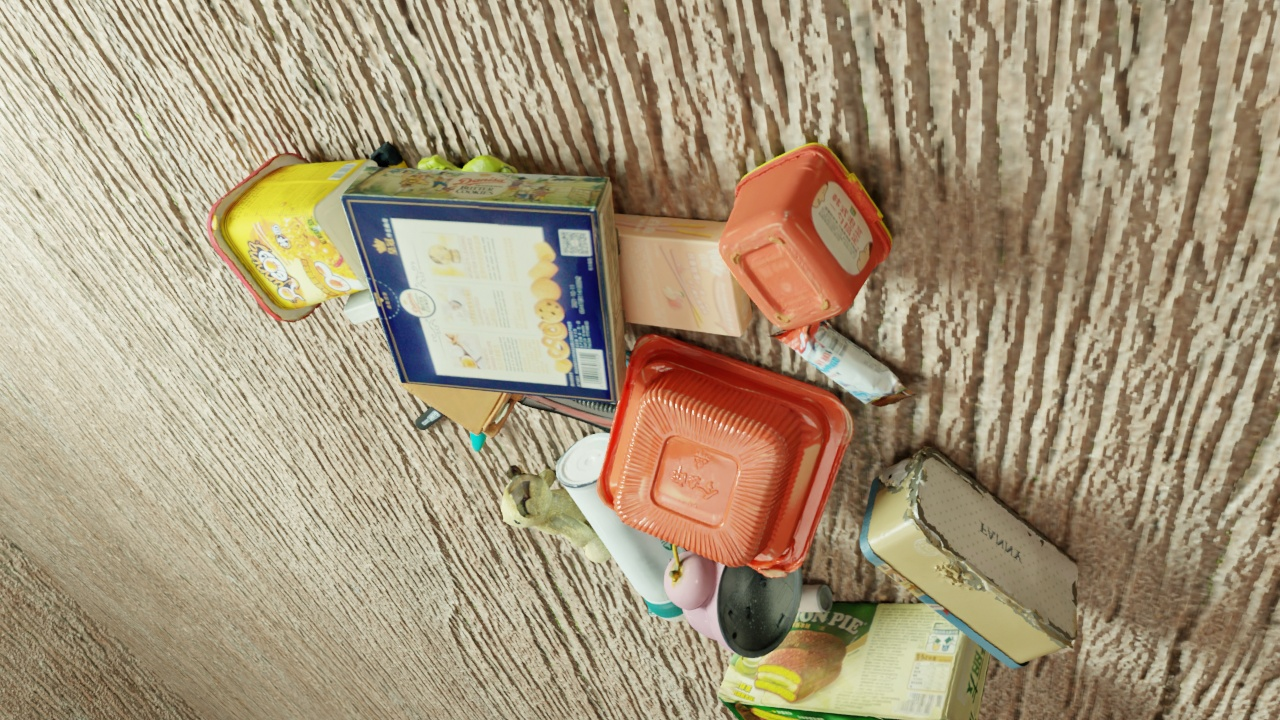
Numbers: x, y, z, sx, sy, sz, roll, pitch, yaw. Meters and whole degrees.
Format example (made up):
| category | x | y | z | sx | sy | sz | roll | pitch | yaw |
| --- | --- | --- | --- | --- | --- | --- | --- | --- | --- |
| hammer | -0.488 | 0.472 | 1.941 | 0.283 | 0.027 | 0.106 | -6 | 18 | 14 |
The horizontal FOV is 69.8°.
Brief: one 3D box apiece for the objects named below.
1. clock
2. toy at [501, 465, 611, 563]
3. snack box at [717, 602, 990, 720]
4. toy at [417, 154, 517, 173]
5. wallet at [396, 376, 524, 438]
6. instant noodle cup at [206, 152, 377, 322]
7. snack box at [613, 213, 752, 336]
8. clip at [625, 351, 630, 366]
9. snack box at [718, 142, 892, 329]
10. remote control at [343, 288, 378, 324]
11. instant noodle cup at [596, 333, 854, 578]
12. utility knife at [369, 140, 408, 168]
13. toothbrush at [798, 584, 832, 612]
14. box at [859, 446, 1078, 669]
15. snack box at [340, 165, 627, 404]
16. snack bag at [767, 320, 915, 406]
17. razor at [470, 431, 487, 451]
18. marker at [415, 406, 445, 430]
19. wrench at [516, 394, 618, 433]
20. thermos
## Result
| category | x | y | z | sx | sy | sz | roll | pitch | yaw |
| --- | --- | --- | --- | --- | --- | --- | --- | --- | --- |
| clock | 0.081 | 0.195 | 0.835 | 0.060 | 0.117 | 0.158 | 2 | 137 | 48 |
| toy | -0.081 | 0.160 | 0.925 | 0.066 | 0.105 | 0.157 | -38 | 134 | 9 |
| snack box | 0.196 | 0.291 | 0.860 | 0.241 | 0.114 | 0.063 | -14 | 124 | 42 |
| toy | -0.125 | -0.121 | 0.696 | 0.100 | 0.031 | 0.097 | 30 | 142 | 9 |
| wallet | -0.143 | -0.005 | 0.798 | 0.108 | 0.031 | 0.132 | 33 | 118 | 0 |
| instant noodle cup | -0.254 | -0.102 | 0.732 | 0.124 | 0.115 | 0.116 | -2 | 131 | 36 |
| snack box | 0.001 | -0.065 | 0.676 | 0.157 | 0.026 | 0.084 | 8 | 136 | 26 |
| clip | -0.004 | 0.006 | 0.767 | 0.055 | 0.013 | 0.034 | 3 | 135 | 30 |
| snack box | 0.099 | -0.073 | 0.561 | 0.082 | 0.079 | 0.091 | -21 | 118 | 44 |
| remote control | -0.181 | -0.067 | 0.748 | 0.135 | 0.056 | 0.019 | -13 | 129 | 26 |
| instant noodle cup | 0.055 | 0.082 | 0.713 | 0.189 | 0.079 | 0.165 | 18 | 110 | 15 |
| utility knife | -0.180 | -0.098 | 0.769 | 0.033 | 0.015 | 0.190 | 9 | 137 | 29 |
| toothbrush | 0.097 | 0.245 | 0.947 | 0.222 | 0.026 | 0.027 | -13 | 98 | 42 |
| box | 0.255 | 0.153 | 0.693 | 0.184 | 0.089 | 0.063 | 40 | 134 | -9 |
| snack box | -0.105 | -0.052 | 0.671 | 0.182 | 0.045 | 0.178 | 6 | 134 | 10 |
| snack bag | 0.144 | 0.002 | 0.655 | 0.104 | 0.026 | 0.048 | 37 | 153 | -6 |
| razor | -0.159 | 0.040 | 0.891 | 0.043 | 0.028 | 0.133 | 11 | 133 | 6 |
| marker | -0.207 | 0.050 | 0.947 | 0.018 | 0.015 | 0.124 | 45 | 141 | -10 |
| wrench | -0.087 | 0.026 | 0.822 | 0.273 | 0.016 | 0.056 | 21 | 116 | 6 |
| thermos | 0.000 | 0.171 | 0.902 | 0.073 | 0.073 | 0.224 | -3 | 131 | 36 |
